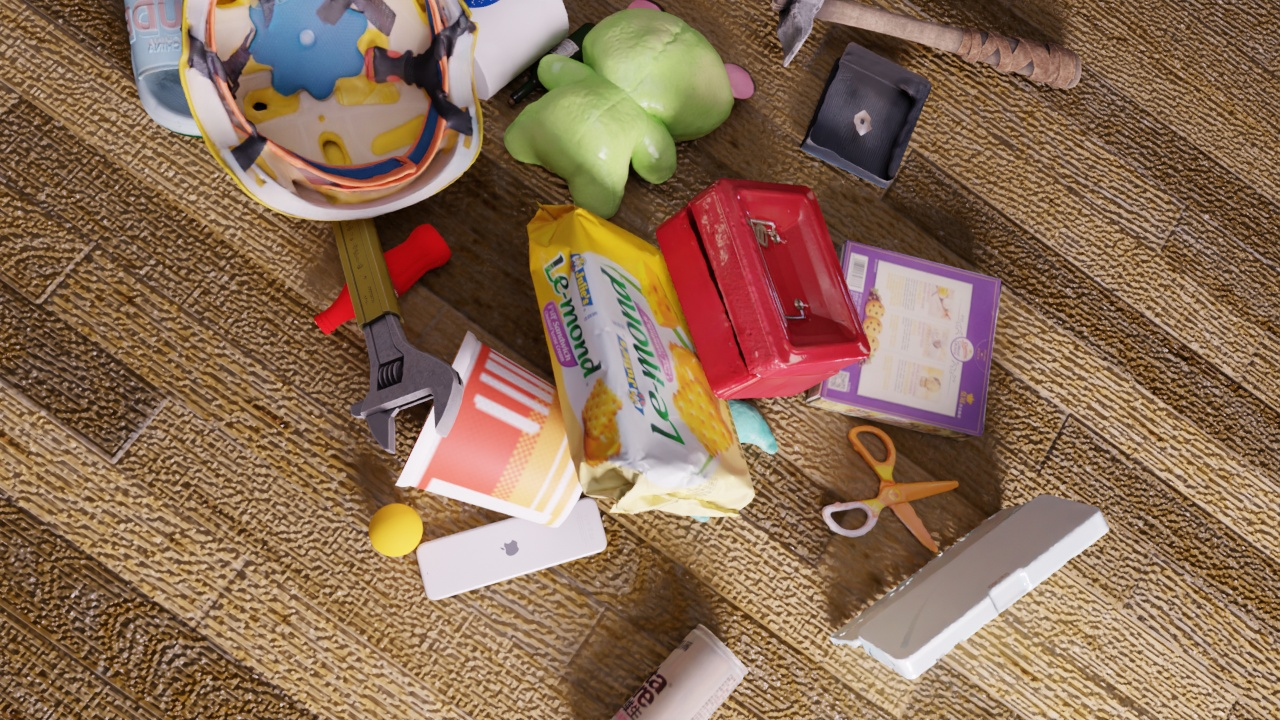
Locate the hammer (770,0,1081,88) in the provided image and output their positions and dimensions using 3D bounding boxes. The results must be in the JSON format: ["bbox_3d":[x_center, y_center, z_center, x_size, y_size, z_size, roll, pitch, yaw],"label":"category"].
[{"bbox_3d":[0.265,-0.297,0.837,0.318,0.049,0.121,7,69,-16],"label":"hammer"}]

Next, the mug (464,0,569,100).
[{"bbox_3d":[-0.133,-0.289,0.774,0.090,0.091,0.121,-43,53,-14],"label":"mug"}]

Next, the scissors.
[{"bbox_3d":[0.208,0.117,0.779,0.128,0.011,0.125,-36,85,-12],"label":"scissors"}]

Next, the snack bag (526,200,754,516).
[{"bbox_3d":[-0.004,0.004,0.684,0.068,0.159,0.247,-29,61,29],"label":"snack bag"}]

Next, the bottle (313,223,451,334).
[{"bbox_3d":[-0.209,-0.063,0.738,0.119,0.036,0.036,-39,87,-13],"label":"bottle"}]

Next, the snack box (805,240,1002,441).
[{"bbox_3d":[0.228,-0.017,0.793,0.148,0.041,0.143,14,77,-6],"label":"snack box"}]

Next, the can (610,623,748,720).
[{"bbox_3d":[0.018,0.269,0.699,0.054,0.054,0.135,45,76,2],"label":"can"}]

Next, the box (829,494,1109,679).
[{"bbox_3d":[0.246,0.167,0.711,0.196,0.135,0.041,-30,95,-13],"label":"box"}]

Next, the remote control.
[{"bbox_3d":[-0.101,0.148,0.727,0.146,0.008,0.045,-14,82,-11],"label":"remote control"}]

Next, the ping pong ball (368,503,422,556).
[{"bbox_3d":[-0.187,0.129,0.701,0.040,0.040,0.040,2,79,-9],"label":"ping pong ball"}]

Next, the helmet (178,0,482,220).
[{"bbox_3d":[-0.239,-0.230,0.686,0.208,0.140,0.240,-18,116,-27],"label":"helmet"}]

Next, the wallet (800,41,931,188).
[{"bbox_3d":[0.204,-0.222,0.837,0.089,0.026,0.114,26,75,-3],"label":"wallet"}]

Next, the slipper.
[{"bbox_3d":[-0.365,-0.295,0.740,0.104,0.074,0.245,-8,79,-10],"label":"slipper"}]

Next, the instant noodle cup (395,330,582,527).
[{"bbox_3d":[-0.101,0.060,0.693,0.121,0.124,0.123,25,76,-11],"label":"instant noodle cup"}]

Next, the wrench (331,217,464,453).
[{"bbox_3d":[-0.192,-0.042,0.677,0.084,0.018,0.273,-31,53,8],"label":"wrench"}]

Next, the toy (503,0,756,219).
[{"bbox_3d":[-0.010,-0.220,0.769,0.150,0.107,0.196,40,86,0],"label":"toy"}]

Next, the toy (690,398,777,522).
[{"bbox_3d":[0.057,0.072,0.756,0.105,0.033,0.085,-42,97,-17],"label":"toy"}]

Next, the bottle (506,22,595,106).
[{"bbox_3d":[-0.076,-0.256,0.801,0.106,0.025,0.025,-43,88,-14],"label":"bottle"}]

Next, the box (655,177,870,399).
[{"bbox_3d":[0.095,-0.054,0.723,0.129,0.093,0.157,-1,70,-47],"label":"box"}]
